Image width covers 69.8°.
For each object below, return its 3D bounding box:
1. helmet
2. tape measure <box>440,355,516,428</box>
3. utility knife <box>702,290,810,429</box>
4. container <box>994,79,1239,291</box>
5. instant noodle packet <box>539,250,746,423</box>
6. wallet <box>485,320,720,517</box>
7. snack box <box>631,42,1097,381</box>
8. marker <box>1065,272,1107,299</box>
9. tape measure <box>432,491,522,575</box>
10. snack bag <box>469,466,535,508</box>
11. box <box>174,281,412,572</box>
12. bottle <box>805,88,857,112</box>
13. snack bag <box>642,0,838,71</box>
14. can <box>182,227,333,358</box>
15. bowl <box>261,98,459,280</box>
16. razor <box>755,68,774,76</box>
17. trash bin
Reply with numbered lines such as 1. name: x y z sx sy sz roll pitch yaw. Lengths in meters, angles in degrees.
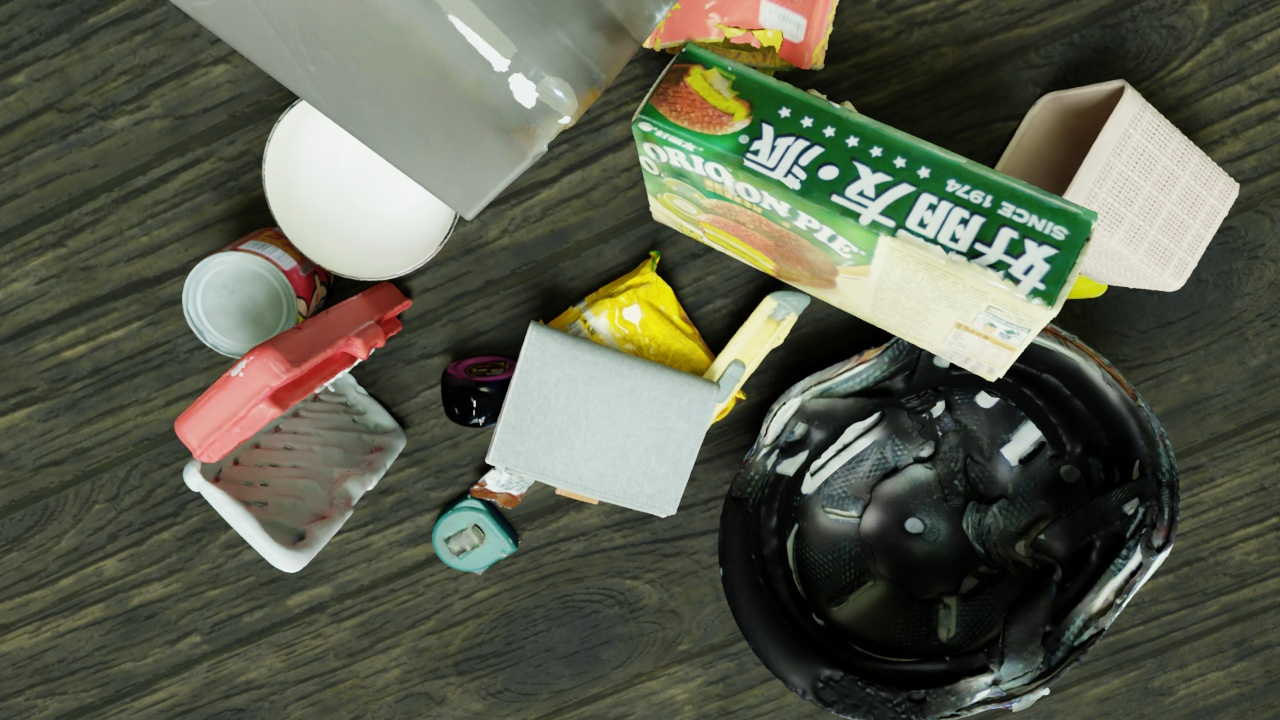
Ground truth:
1. helmet: 0.194 0.103 0.604 0.274 0.157 0.230 -43 66 5
2. tape measure: -0.106 0.023 0.622 0.057 0.058 0.039 -12 114 -29
3. utility knife: 0.049 0.025 0.616 0.031 0.019 0.183 34 105 -12
4. container: 0.296 -0.105 0.580 0.111 0.090 0.090 29 92 -15
5. instant noodle packet: -0.004 0.004 0.629 0.111 0.044 0.128 -34 111 1
6. wallet: -0.026 0.043 0.599 0.129 0.037 0.107 18 103 -7
7. snack box: 0.115 -0.081 0.519 0.240 0.114 0.063 28 77 16
8. marker: 0.261 -0.050 0.641 0.124 0.015 0.018 -3 104 1
9. tape measure: -0.125 0.129 0.675 0.054 0.025 0.058 -34 106 7
10. snack bag: -0.077 0.064 0.653 0.045 0.026 0.105 25 107 -44
11. box: -0.176 0.028 0.543 0.094 0.200 0.100 -38 100 13
12. bottle: 0.152 -0.114 0.591 0.067 0.066 0.149 -42 98 10
13. snack bag: 0.065 -0.275 0.512 0.128 0.073 0.208 7 101 3
14. can: -0.234 -0.046 0.573 0.066 0.093 0.066 -1 109 -3
15. bowl: -0.165 -0.113 0.569 0.116 0.066 0.116 -1 108 -2
16. razor: 0.088 -0.203 0.574 0.043 0.028 0.133 27 103 -8
17. trash bin: -0.105 -0.210 0.451 0.219 0.199 0.198 41 64 -16
